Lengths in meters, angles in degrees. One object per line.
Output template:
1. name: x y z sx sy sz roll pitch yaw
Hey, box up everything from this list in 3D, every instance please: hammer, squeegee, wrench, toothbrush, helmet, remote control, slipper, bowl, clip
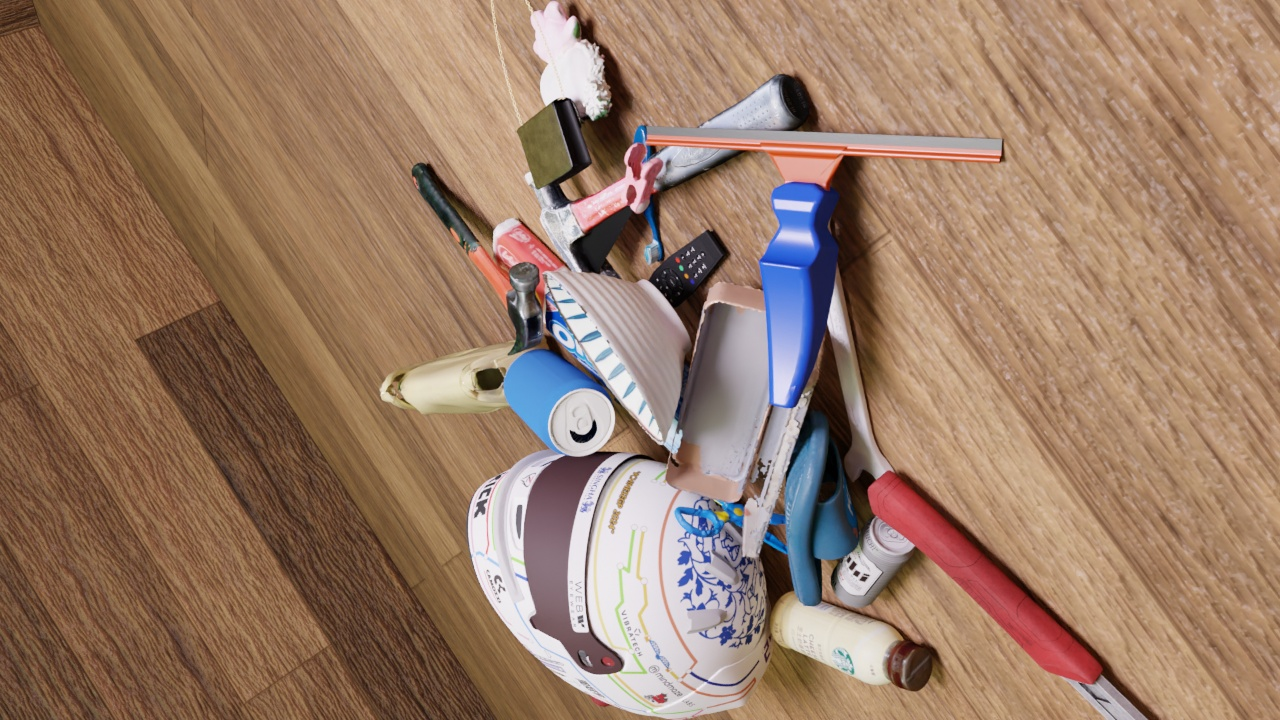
1. hammer: 0.290 0.199 0.666 0.315 0.036 0.126 46 146 18
2. squeegee: 0.107 -0.059 0.621 0.250 0.055 0.185 13 105 35
3. wrench: 0.156 -0.006 0.701 0.047 0.009 0.274 16 131 50
4. hammer: 0.016 -0.140 0.738 0.327 0.036 0.140 -16 104 55
5. toothbrush: 0.006 -0.140 0.793 0.021 0.016 0.132 27 140 36
6. helmet: 0.001 0.215 0.923 0.237 0.230 0.314 -19 119 34
7. remote control: 0.040 -0.079 0.807 0.039 0.010 0.125 56 151 3
8. slipper: 0.151 0.126 0.769 0.059 0.103 0.214 0 135 9
9. hammer: -0.190 -0.131 1.030 0.333 0.033 0.133 51 153 38
10. bowl: -0.005 -0.020 0.782 0.177 0.071 0.177 54 172 11
11. clip: 0.003 -0.137 0.709 0.037 0.022 0.058 43 148 19

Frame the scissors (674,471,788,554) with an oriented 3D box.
1. scissors: 0.088 0.137 0.856 0.104 0.131 0.019 -98 28 -42

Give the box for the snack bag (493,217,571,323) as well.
1. snack bag: -0.116 -0.093 1.006 0.116 0.036 0.077 44 149 22

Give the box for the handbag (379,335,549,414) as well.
1. handbag: -0.193 0.028 1.115 0.233 0.190 0.088 -8 94 46

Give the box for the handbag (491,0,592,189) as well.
1. handbag: -0.090 -0.238 0.763 0.084 0.027 0.178 -10 99 59

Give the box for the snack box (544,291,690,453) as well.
1. snack box: -0.005 0.005 0.913 0.226 0.059 0.059 44 152 23

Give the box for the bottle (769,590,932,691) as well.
1. bottle: 0.194 0.263 0.858 0.162 0.056 0.056 5 123 55

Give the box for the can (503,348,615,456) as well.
1. can: -0.086 0.041 0.947 0.146 0.078 0.079 32 145 61

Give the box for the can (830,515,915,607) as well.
1. can: 0.196 0.170 0.777 0.044 0.043 0.107 44 149 23

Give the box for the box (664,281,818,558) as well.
1. box: 0.077 0.053 0.755 0.105 0.096 0.217 18 130 10

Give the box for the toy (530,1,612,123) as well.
1. toy: -0.059 -0.246 0.767 0.096 0.041 0.109 -5 107 58
